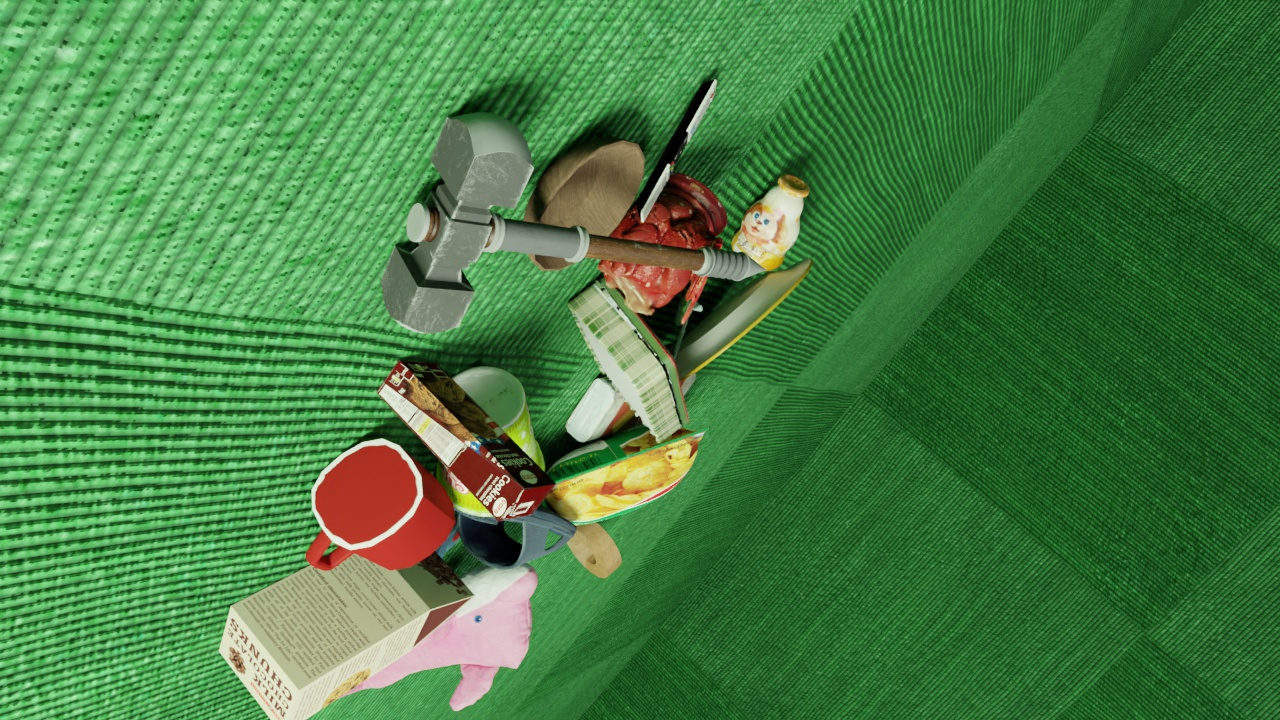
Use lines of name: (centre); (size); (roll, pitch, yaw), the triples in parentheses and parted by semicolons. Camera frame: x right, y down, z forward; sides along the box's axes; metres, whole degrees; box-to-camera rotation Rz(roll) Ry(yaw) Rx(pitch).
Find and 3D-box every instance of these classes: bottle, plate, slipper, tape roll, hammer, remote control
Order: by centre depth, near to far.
hammer: (-0.017, -0.080, 0.662); (0.321, 0.043, 0.156); (2, 131, -42)
remote control: (0.028, -0.169, 0.737); (0.124, 0.012, 0.028); (-61, 176, -6)
bottle: (0.023, -0.094, 0.786); (0.111, 0.099, 0.099); (-51, 163, -18)
slipper: (-0.144, 0.173, 0.944); (0.082, 0.101, 0.263); (-63, 159, -9)
bottle: (0.145, -0.151, 1.005); (0.063, 0.063, 0.109); (-29, 154, -45)
plate: (0.099, -0.047, 1.044); (0.230, 0.021, 0.229); (-40, -175, 4)
tape roll: (-0.070, 0.273, 1.341); (0.027, 0.094, 0.094); (-37, 159, -29)

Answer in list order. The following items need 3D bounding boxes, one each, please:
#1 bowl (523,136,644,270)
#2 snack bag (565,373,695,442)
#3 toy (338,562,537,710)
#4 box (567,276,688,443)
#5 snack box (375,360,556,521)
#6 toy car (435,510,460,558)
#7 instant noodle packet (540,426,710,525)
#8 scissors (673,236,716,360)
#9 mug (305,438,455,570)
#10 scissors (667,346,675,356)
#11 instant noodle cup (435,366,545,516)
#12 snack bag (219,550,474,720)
bowl: (-0.048, -0.122, 0.685); (0.117, 0.030, 0.118); (-42, 161, -18)
snack bag: (-0.006, 0.047, 1.113); (0.078, 0.041, 0.224); (-56, 159, 20)
toy: (-0.211, 0.316, 1.009); (0.266, 0.128, 0.186); (-30, 176, 15)
box: (-0.005, 0.005, 0.903); (0.050, 0.117, 0.205); (-38, 159, -6)
snack box: (-0.131, 0.058, 0.690); (0.032, 0.141, 0.051); (-51, 161, 11)
toy car: (-0.220, 0.202, 0.965); (0.107, 0.027, 0.060); (-36, 158, -32)
instant noodle packet: (-0.031, 0.138, 1.093); (0.195, 0.090, 0.253); (-18, 167, -12)
scissors: (0.053, -0.060, 0.969); (0.172, 0.021, 0.171); (-130, -122, -80)
mug: (-0.218, 0.128, 0.742); (0.116, 0.080, 0.097); (-37, 160, -10)
scissors: (0.057, -0.026, 1.149); (0.133, 0.012, 0.169); (-51, 159, 5)
instant noodle cup: (-0.133, 0.066, 0.794); (0.098, 0.099, 0.108); (-37, 151, -29)
snack bag: (-0.255, 0.227, 0.833); (0.205, 0.094, 0.070); (-25, 151, -50)
